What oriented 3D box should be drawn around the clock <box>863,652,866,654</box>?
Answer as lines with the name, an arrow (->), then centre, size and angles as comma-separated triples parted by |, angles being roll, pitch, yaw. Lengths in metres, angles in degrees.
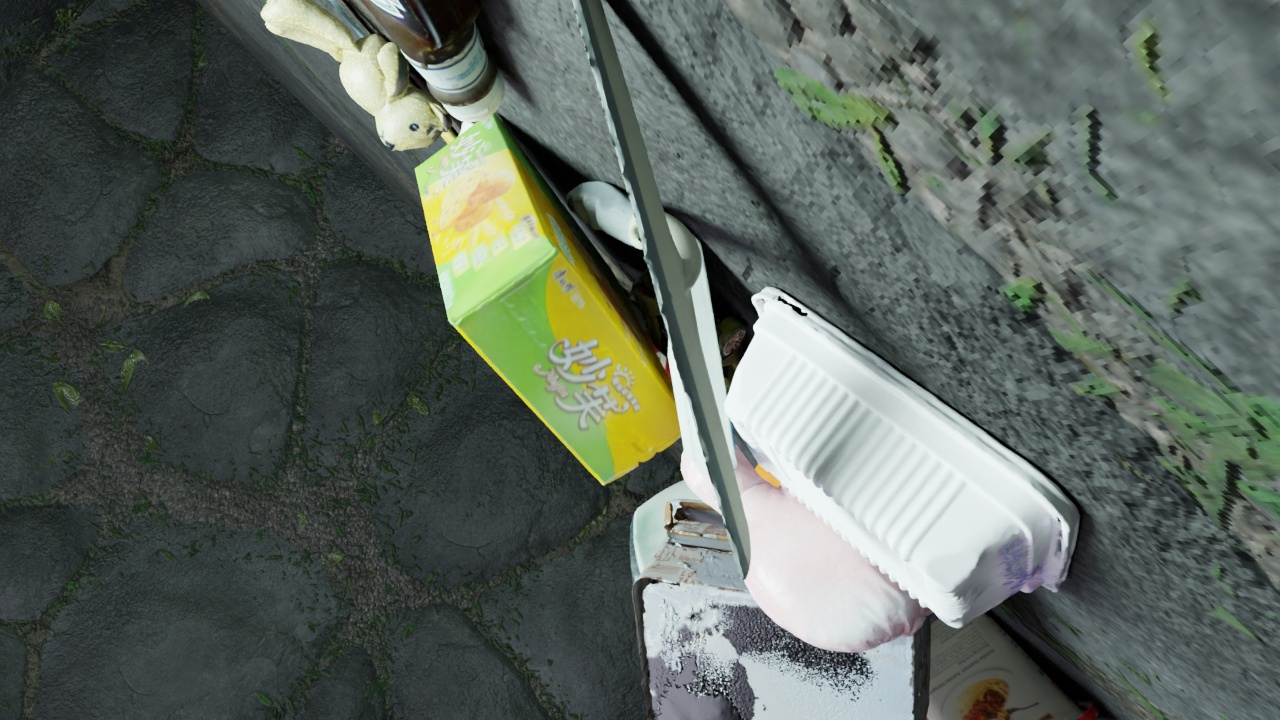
clock -> 0.168, 0.189, 0.717 | 0.082, 0.055, 0.121 | 35, -158, 25

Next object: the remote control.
remote control -> 0.028, -0.003, 0.485 | 0.049, 0.024, 0.125 | 156, 105, -83

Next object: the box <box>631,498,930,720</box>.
box -> 0.106, 0.157, 0.625 | 0.182, 0.152, 0.173 | 4, -160, 23

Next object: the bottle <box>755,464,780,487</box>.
bottle -> 0.112, 0.079, 0.632 | 0.067, 0.066, 0.150 | 43, 167, 15

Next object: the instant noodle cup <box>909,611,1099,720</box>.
instant noodle cup -> 0.250, 0.249, 0.675 | 0.124, 0.116, 0.116 | 54, 179, 23

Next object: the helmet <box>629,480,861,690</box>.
helmet -> 0.127, 0.201, 0.858 | 0.274, 0.157, 0.229 | 32, -147, -21

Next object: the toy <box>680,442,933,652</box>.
toy -> 0.100, 0.088, 0.518 | 0.159, 0.121, 0.054 | 48, 151, 27

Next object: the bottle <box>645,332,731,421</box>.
bottle -> -0.004, 0.004, 0.736 | 0.175, 0.057, 0.057 | 26, 174, 1

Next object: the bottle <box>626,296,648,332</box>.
bottle -> -0.018, -0.014, 0.808 | 0.189, 0.068, 0.068 | 45, 175, -14

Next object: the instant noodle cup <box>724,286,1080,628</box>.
instant noodle cup -> 0.112, 0.054, 0.436 | 0.173, 0.060, 0.138 | 39, 172, 33

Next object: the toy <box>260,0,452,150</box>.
toy -> -0.219, -0.224, 0.712 | 0.157, 0.066, 0.105 | 38, 160, -21

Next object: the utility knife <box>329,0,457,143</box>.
utility knife -> -0.201, -0.238, 0.777 | 0.031, 0.022, 0.216 | 31, 163, 42

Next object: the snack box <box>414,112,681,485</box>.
snack box -> -0.060, -0.045, 0.579 | 0.158, 0.070, 0.210 | 52, -173, -37

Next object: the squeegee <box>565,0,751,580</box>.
squeegee -> -0.001, -0.061, 0.450 | 0.246, 0.039, 0.247 | -124, 16, -67

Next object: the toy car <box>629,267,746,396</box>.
toy car -> 0.036, -0.012, 0.592 | 0.070, 0.042, 0.158 | 43, 177, 22

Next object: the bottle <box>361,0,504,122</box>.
bottle -> -0.106, -0.171, 0.414 | 0.080, 0.044, 0.195 | 43, 175, 16

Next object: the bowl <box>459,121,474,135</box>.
bowl -> -0.122, -0.127, 0.742 | 0.118, 0.064, 0.118 | 43, 174, 5
